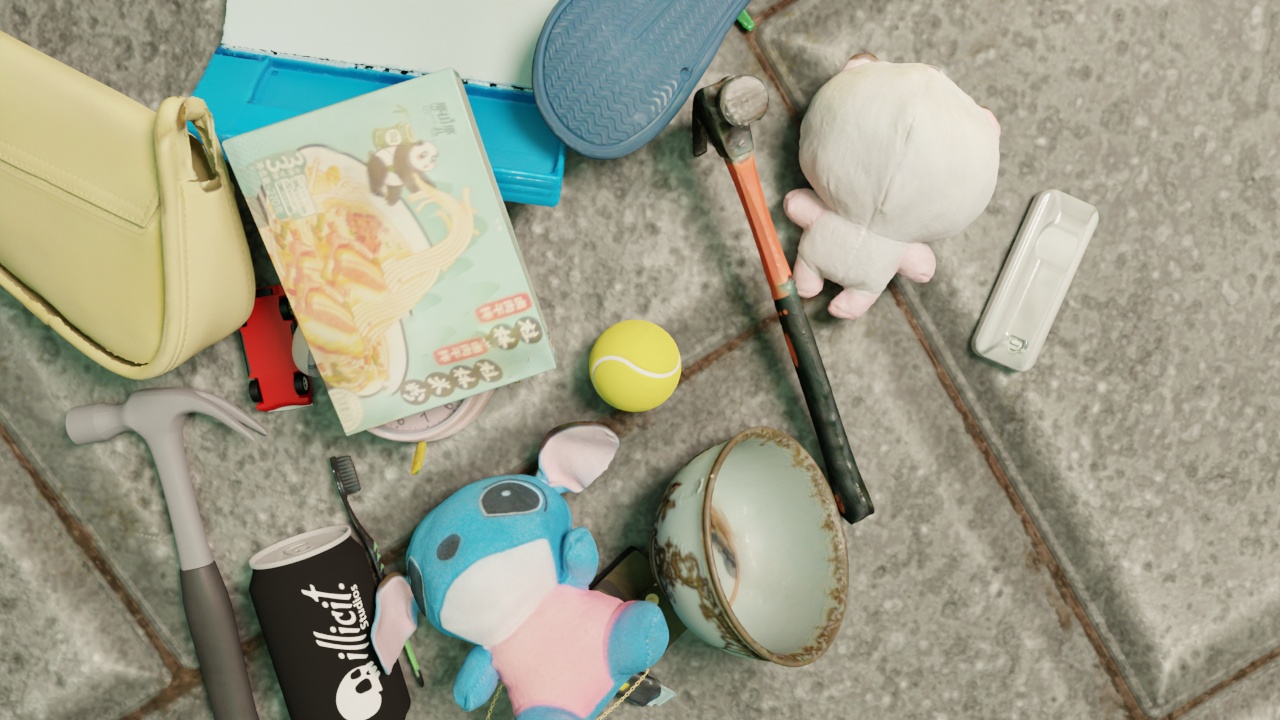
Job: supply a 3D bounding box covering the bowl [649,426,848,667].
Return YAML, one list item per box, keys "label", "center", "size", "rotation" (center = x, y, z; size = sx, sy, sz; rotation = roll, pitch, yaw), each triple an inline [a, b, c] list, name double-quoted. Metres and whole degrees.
- label: "bowl"
  center: [0.063, 0.133, 0.643]
  size: [0.094, 0.159, 0.160]
  rotation: [-21, 99, 40]

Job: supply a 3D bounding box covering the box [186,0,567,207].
- label: "box"
  center: [-0.167, -0.195, 0.629]
  size: [0.243, 0.060, 0.175]
  rotation: [7, 72, -4]

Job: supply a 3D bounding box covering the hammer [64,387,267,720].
- label: "hammer"
  center: [-0.314, 0.170, 0.669]
  size: [0.125, 0.029, 0.311]
  rotation: [-11, 98, -2]

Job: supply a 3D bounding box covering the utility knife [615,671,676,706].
- label: "utility knife"
  center: [-0.052, 0.223, 0.696]
  size: [0.174, 0.020, 0.029]
  rotation: [27, 96, -7]

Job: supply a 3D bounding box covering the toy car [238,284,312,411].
- label: "toy car"
  center: [-0.261, -0.007, 0.653]
  size: [0.038, 0.025, 0.089]
  rotation: [-9, 96, -2]

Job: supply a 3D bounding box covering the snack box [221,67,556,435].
- label: "snack box"
  center: [-0.149, -0.065, 0.573]
  size: [0.141, 0.044, 0.194]
  rotation: [-18, 105, 0]

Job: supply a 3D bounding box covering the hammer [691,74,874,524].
- label: "hammer"
  center: [0.104, -0.030, 0.637]
  size: [0.033, 0.133, 0.333]
  rotation: [-22, 106, -4]

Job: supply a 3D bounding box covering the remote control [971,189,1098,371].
- label: "remote control"
  center: [0.294, -0.059, 0.682]
  size: [0.050, 0.022, 0.133]
  rotation: [22, 95, -5]

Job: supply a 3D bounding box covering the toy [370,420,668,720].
- label: "toy"
  center: [-0.071, 0.156, 0.632]
  size: [0.224, 0.099, 0.191]
  rotation: [-44, 73, -5]

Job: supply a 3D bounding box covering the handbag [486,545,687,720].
- label: "handbag"
  center: [-0.044, 0.225, 0.675]
  size: [0.178, 0.027, 0.084]
  rotation: [-43, 95, -8]

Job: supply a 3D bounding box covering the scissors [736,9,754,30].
- label: "scissors"
  center: [0.031, -0.282, 0.646]
  size: [0.123, 0.011, 0.127]
  rotation: [11, 94, -3]

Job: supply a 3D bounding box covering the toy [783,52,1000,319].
- label: "toy"
  center: [0.165, -0.115, 0.636]
  size: [0.139, 0.101, 0.180]
  rotation: [25, 112, 6]

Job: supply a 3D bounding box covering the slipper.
- label: "slipper"
  center: [0.006, -0.226, 0.614]
  size: [0.104, 0.059, 0.213]
  rotation: [38, 76, -7]

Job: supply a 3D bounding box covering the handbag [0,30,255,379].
- label: "handbag"
  center: [-0.350, -0.110, 0.582]
  size: [0.233, 0.088, 0.191]
  rotation: [29, 116, 7]

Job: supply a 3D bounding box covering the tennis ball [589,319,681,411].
- label: "tennis ball"
  center: [-0.004, 0.004, 0.649]
  size: [0.065, 0.065, 0.065]
  rotation: [0, 96, -4]

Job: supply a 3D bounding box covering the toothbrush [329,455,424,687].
- label: "toothbrush"
  center: [-0.191, 0.157, 0.682]
  size: [0.017, 0.014, 0.188]
  rotation: [-20, 98, -9]

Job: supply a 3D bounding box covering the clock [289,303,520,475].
- label: "clock"
  center: [-0.172, -0.011, 0.641]
  size: [0.117, 0.059, 0.158]
  rotation: [-43, 96, 2]

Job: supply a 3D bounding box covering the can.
- label: "can"
  center: [-0.220, 0.198, 0.651]
  size: [0.080, 0.080, 0.146]
  rotation: [-15, 97, -2]
